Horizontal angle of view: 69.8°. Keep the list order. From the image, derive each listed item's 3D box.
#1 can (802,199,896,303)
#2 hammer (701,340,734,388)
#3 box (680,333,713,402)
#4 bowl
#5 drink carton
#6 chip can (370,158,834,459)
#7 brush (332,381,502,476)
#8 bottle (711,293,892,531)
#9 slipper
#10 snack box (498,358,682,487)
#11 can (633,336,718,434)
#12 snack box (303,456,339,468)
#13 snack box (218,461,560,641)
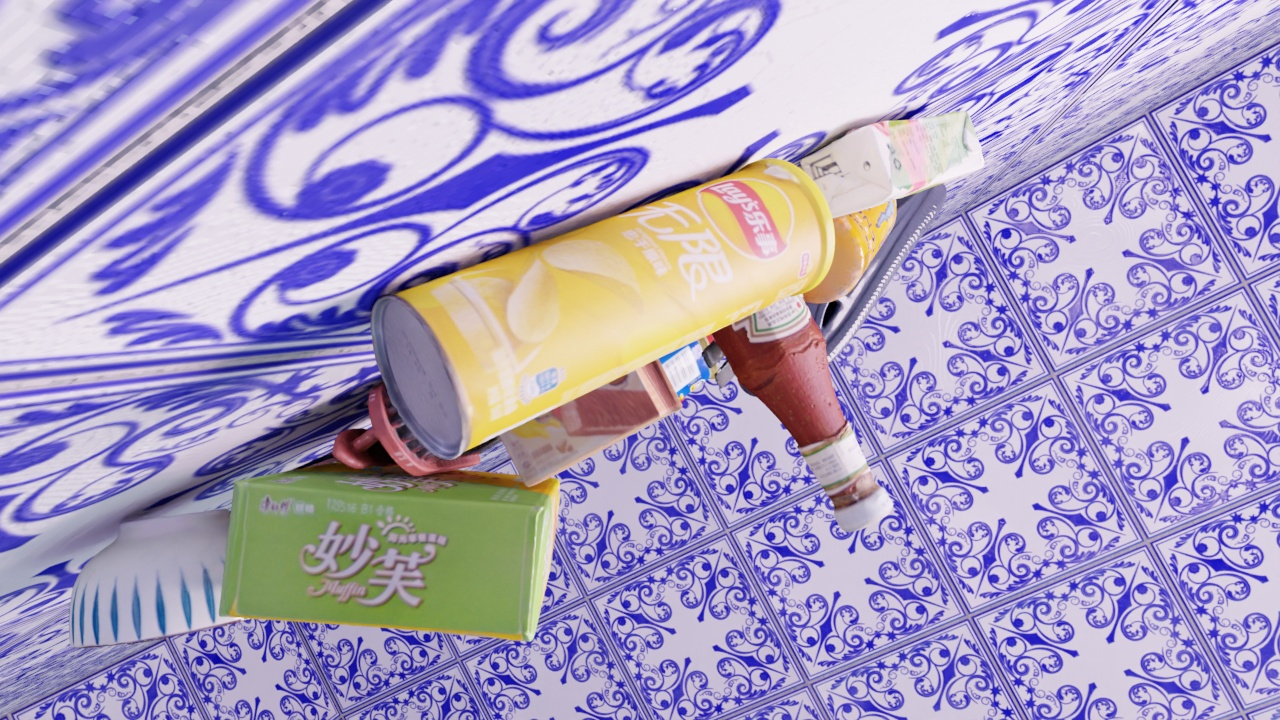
[{"bbox_3d":[0.133,-0.086,0.616,0.058,0.058,0.145,-30,-173,31],"label":"can"},{"bbox_3d":[-0.054,0.011,0.661,0.324,0.032,0.126,-24,-145,16],"label":"hammer"},{"bbox_3d":[0.038,-0.013,0.874,0.155,0.074,0.200,-28,-171,28],"label":"box"},{"bbox_3d":[-0.272,0.124,0.541,0.116,0.066,0.116,-9,174,-1],"label":"bowl"},{"bbox_3d":[0.153,-0.120,0.551,0.122,0.045,0.054,-22,-177,-43],"label":"drink carton"},{"bbox_3d":[-0.008,-0.030,0.411,0.212,0.072,0.072,-26,176,-32],"label":"chip can"},{"bbox_3d":[-0.136,0.042,0.564,0.069,0.063,0.146,-26,176,3],"label":"brush"},{"bbox_3d":[0.087,0.005,0.551,0.060,0.206,0.060,-28,178,-1],"label":"bottle"},{"bbox_3d":[0.162,-0.085,0.817,0.267,0.083,0.111,-49,-160,-10],"label":"slipper"},{"bbox_3d":[-0.041,0.011,0.558,0.093,0.094,0.077,-28,176,12],"label":"snack box"},{"bbox_3d":[-0.004,0.004,0.716,0.083,0.057,0.102,-36,-148,-20],"label":"can"},{"bbox_3d":[-0.249,0.104,0.749,0.125,0.053,0.113,-19,172,-35],"label":"snack box"},{"bbox_3d":[-0.131,0.104,0.549,0.157,0.070,0.210,5,176,-3],"label":"snack box"}]
